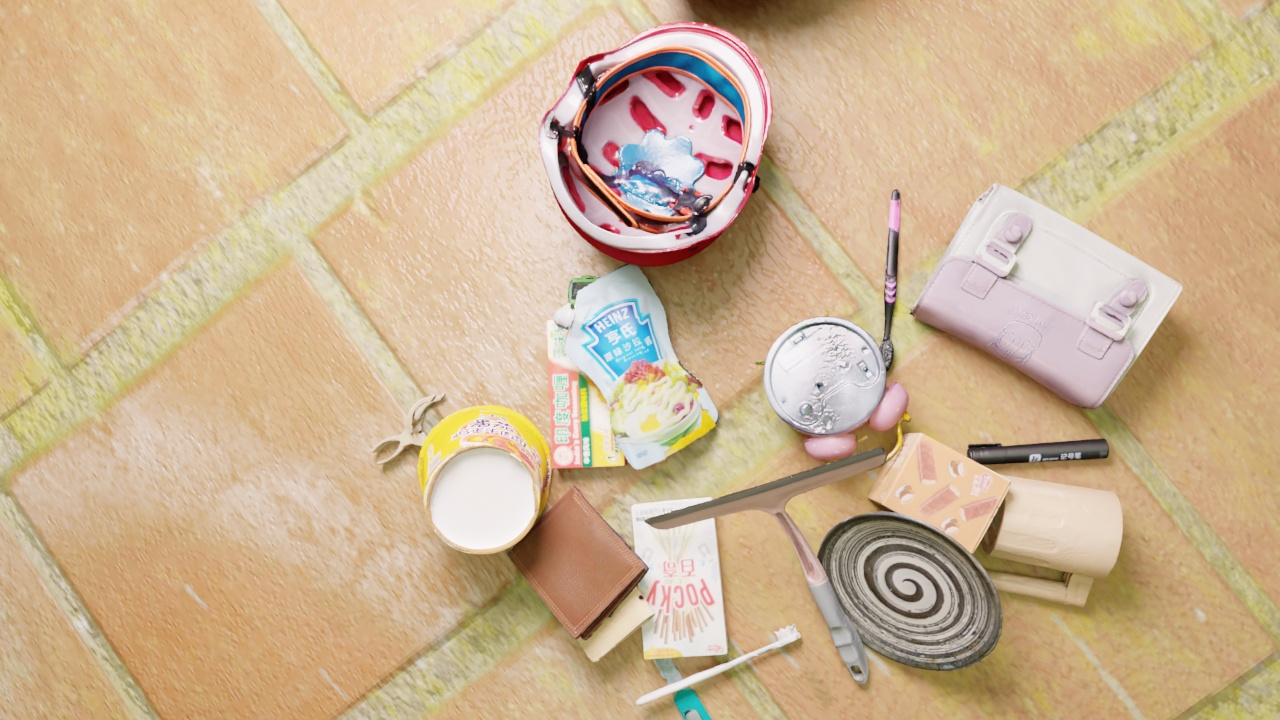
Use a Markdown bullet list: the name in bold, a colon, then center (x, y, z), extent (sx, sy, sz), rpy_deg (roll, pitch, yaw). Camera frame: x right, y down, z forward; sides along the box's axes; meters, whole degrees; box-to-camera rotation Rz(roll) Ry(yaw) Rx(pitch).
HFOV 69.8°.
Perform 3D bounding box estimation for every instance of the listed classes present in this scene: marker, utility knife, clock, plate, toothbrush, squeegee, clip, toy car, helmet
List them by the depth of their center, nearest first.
- **plate**: center (0.254, 0.217, 0.873), extent (0.180, 0.024, 0.180), rpy_deg (19, 124, 30)
- **squeegee**: center (0.168, 0.212, 0.894), extent (0.248, 0.040, 0.249), rpy_deg (-21, 107, 26)
- **clock**: center (0.193, 0.035, 0.901), extent (0.117, 0.060, 0.158), rpy_deg (-35, 70, 6)
- **marker**: center (0.393, 0.090, 0.909), extent (0.132, 0.020, 0.022), rpy_deg (-4, 57, 7)
- **helmet**: center (0.017, -0.200, 0.909), extent (0.207, 0.144, 0.239), rpy_deg (35, 77, 7)
- **toothbrush**: center (0.077, 0.308, 0.927), extent (0.180, 0.016, 0.016), rpy_deg (-24, 75, 0)
- **utility knife**: center (0.061, 0.373, 0.931), extent (0.029, 0.013, 0.216), rpy_deg (-32, 80, 0)
- **toothbrush**: center (0.256, -0.083, 0.935), extent (0.014, 0.018, 0.189), rpy_deg (4, 86, 8)
- **toy car**: center (-0.032, -0.069, 0.958), extent (0.091, 0.036, 0.043), rpy_deg (0, 85, 3)
- **clip**: center (-0.229, 0.085, 0.971), extent (0.092, 0.035, 0.103), rpy_deg (37, 96, 8)

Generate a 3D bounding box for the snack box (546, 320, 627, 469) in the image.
- **snack box**: center (-0.056, 0.034, 0.958), extent (0.077, 0.027, 0.155), rpy_deg (-3, 86, 6)

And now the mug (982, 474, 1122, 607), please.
- **mug**: center (0.387, 0.175, 0.882), extent (0.103, 0.084, 0.125), rpy_deg (10, 114, 8)

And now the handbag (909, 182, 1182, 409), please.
- **handbag**: center (0.384, -0.060, 0.884), extent (0.197, 0.098, 0.145), rpy_deg (31, 96, 8)

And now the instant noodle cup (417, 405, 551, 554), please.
- **instant noodle cup**: center (-0.154, 0.121, 0.904), extent (0.138, 0.110, 0.138), rpy_deg (-1, 99, -8)

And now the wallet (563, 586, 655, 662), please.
- **wallet**: center (-0.049, 0.238, 0.935), extent (0.087, 0.024, 0.115), rpy_deg (-40, 66, 5)

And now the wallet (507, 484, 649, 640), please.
- **wallet**: center (-0.063, 0.201, 0.922), extent (0.101, 0.032, 0.124), rpy_deg (-47, 64, 2)

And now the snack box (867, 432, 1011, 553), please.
- **snack box**: center (0.283, 0.125, 0.881), extent (0.094, 0.093, 0.077), rpy_deg (28, 89, 7)

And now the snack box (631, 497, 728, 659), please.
- **snack box**: center (0.040, 0.221, 0.935), extent (0.085, 0.027, 0.156), rpy_deg (-6, 84, 6)

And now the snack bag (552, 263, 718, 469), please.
- **snack bag**: center (-0.005, 0.005, 0.928), extent (0.110, 0.039, 0.191), rpy_deg (-29, 95, -5)
